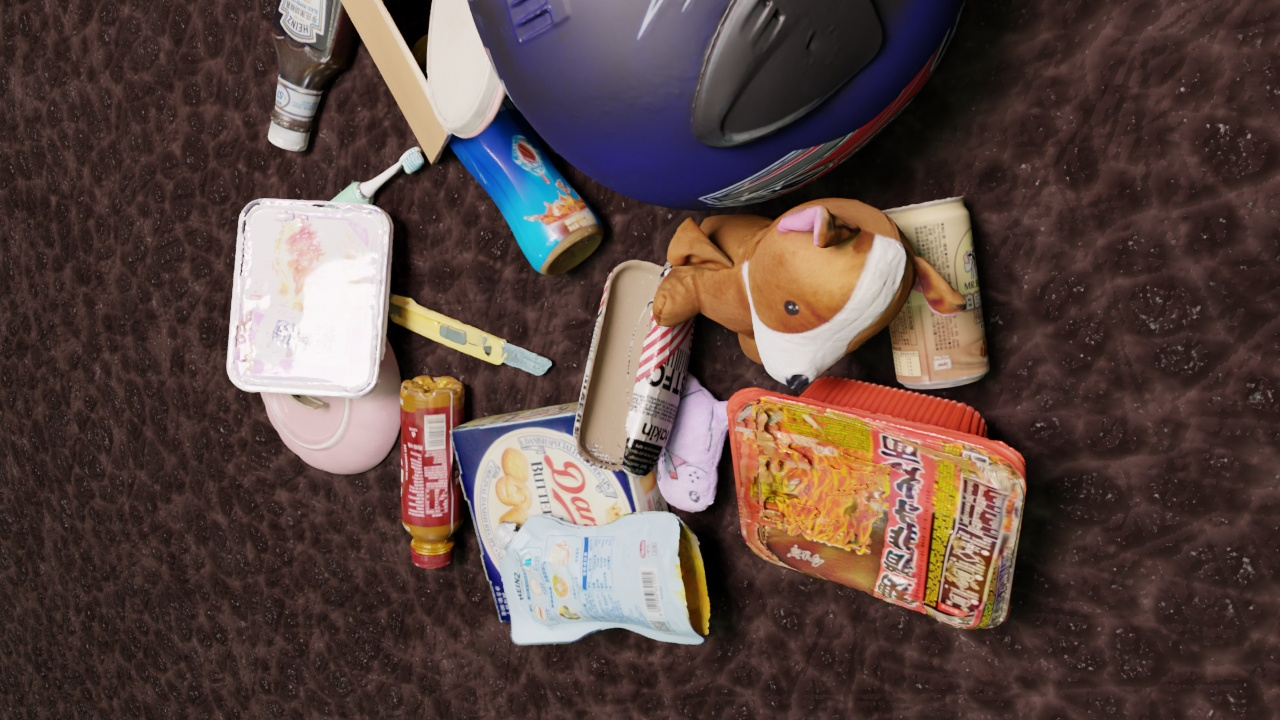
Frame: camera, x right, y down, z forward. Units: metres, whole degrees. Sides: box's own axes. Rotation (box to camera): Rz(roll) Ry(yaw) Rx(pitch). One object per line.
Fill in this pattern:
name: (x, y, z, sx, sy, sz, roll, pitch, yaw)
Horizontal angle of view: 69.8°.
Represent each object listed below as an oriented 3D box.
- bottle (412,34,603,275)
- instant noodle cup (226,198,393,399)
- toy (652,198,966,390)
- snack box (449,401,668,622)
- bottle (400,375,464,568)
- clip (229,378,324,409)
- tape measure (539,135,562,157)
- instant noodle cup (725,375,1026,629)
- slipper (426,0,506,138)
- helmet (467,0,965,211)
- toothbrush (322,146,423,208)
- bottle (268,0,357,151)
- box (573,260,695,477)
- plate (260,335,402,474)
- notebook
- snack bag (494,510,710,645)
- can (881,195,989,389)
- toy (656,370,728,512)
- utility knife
bottle: (-0.113, -0.170, 0.733, 0.065, 0.065, 0.218, -41, 80, 30)
instant noodle cup: (-0.292, -0.055, 0.835, 0.138, 0.060, 0.173, 4, 89, 1)
toy: (0.093, -0.044, 0.574, 0.200, 0.140, 0.130, -9, 68, 59)
snack box: (-0.064, 0.130, 0.783, 0.183, 0.045, 0.178, -11, 96, 32)
bottle: (-0.191, 0.104, 0.844, 0.057, 0.057, 0.175, 11, 106, 28)
clip: (-0.347, 0.003, 0.882, 0.105, 0.034, 0.082, 5, 104, 25)
tape measure: (-0.051, -0.184, 0.708, 0.058, 0.039, 0.057, 36, 116, 19)
instant noodle cup: (0.155, 0.083, 0.604, 0.189, 0.078, 0.165, 13, 132, 26)
slipper: (-0.107, -0.272, 0.664, 0.114, 0.054, 0.273, -35, 50, 44)
helmet: (0.066, -0.228, 0.516, 0.316, 0.247, 0.240, -40, 123, 14)
toothbrush: (-0.279, -0.141, 0.860, 0.225, 0.026, 0.027, -27, 85, 31)
bottle: (-0.299, -0.286, 0.831, 0.080, 0.043, 0.195, 33, 116, 17)
box: (-0.007, 0.004, 0.692, 0.087, 0.076, 0.163, 8, 86, 28)
plate: (-0.320, 0.025, 0.913, 0.193, 0.039, 0.192, 7, 104, 29)
notebook: (-0.208, -0.259, 0.720, 0.207, 0.008, 0.148, 62, 166, -11)
snack bag: (-0.038, 0.175, 0.730, 0.191, 0.038, 0.110, -9, 103, 33)
can: (0.187, -0.043, 0.589, 0.059, 0.058, 0.116, -6, 98, 31)
toy: (0.043, 0.068, 0.707, 0.084, 0.038, 0.108, 33, 116, 41)
utility knife: (-0.159, -0.023, 0.827, 0.198, 0.020, 0.031, 19, 114, 21)
